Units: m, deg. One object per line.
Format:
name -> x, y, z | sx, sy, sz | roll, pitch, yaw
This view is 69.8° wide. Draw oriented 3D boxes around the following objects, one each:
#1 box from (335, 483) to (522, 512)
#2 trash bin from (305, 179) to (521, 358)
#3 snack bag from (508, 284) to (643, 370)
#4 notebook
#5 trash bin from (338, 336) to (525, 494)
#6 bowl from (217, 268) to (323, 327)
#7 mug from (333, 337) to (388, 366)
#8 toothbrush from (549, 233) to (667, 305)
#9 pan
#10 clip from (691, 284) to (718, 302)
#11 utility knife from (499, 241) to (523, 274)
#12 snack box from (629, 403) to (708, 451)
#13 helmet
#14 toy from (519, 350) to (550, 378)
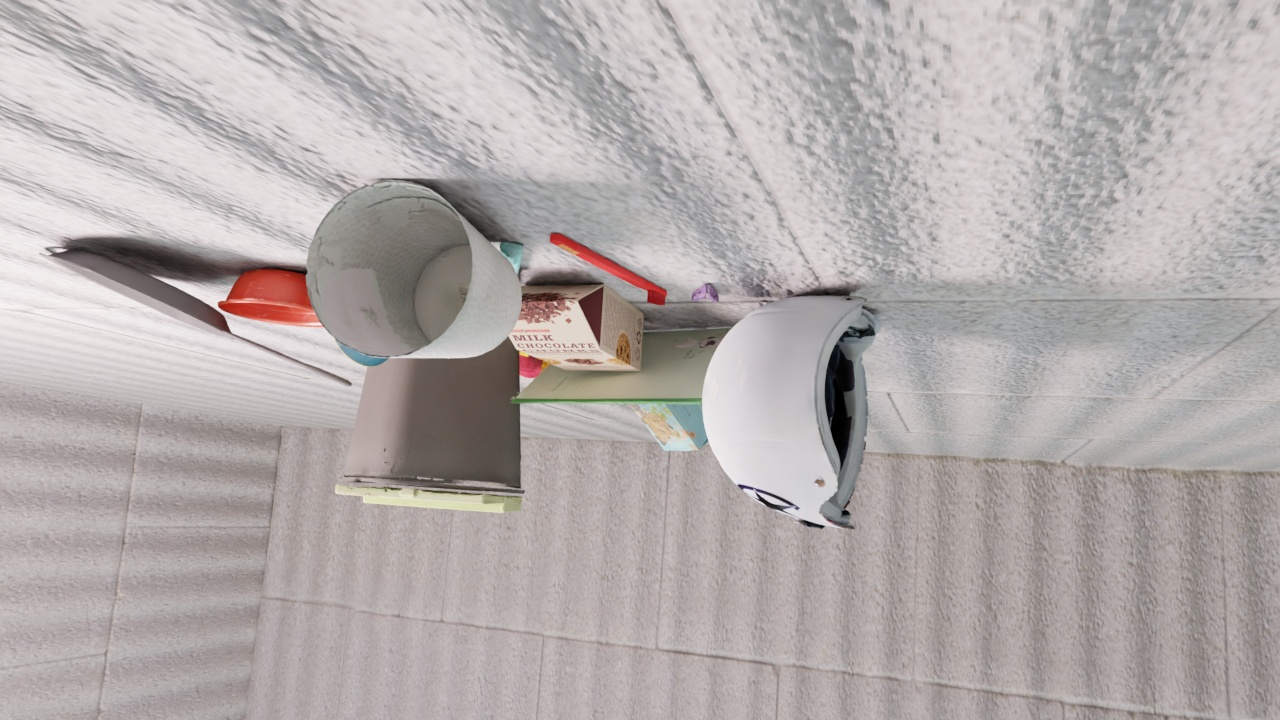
box -> -0.249, 0.164, 1.097 | 0.187, 0.024, 0.137 | 2, 168, 11
trash bin -> -0.171, -0.061, 0.752 | 0.133, 0.133, 0.161 | 2, 176, 11
snack bag -> -0.074, -0.040, 0.992 | 0.094, 0.070, 0.206 | 0, 170, 18
notebook -> -0.007, 0.006, 1.099 | 0.253, 0.010, 0.181 | -1, -152, 29
trash bin -> -0.252, 0.050, 1.151 | 0.197, 0.220, 0.198 | 10, 169, -33
bowl -> -0.395, -0.071, 1.015 | 0.130, 0.045, 0.130 | 4, 171, 1
mug -> -0.248, -0.050, 0.940 | 0.122, 0.078, 0.078 | -24, 156, 33
toothbrush -> -0.025, -0.082, 0.876 | 0.012, 0.018, 0.212 | -1, 169, 28
pan -> -0.473, -0.050, 0.990 | 0.354, 0.024, 0.217 | 23, 168, -1
clip -> 0.064, -0.068, 0.944 | 0.046, 0.014, 0.050 | 2, 174, 30
utility knife -> -0.130, -0.085, 0.905 | 0.022, 0.015, 0.177 | 7, 169, -9
snack box -> 0.025, 0.048, 1.266 | 0.075, 0.053, 0.175 | -7, 127, 50
helmet -> 0.155, 0.051, 0.962 | 0.164, 0.236, 0.264 | 6, 166, 23
toy -> -0.158, 0.001, 1.340 | 0.137, 0.067, 0.105 | 16, 169, 4
